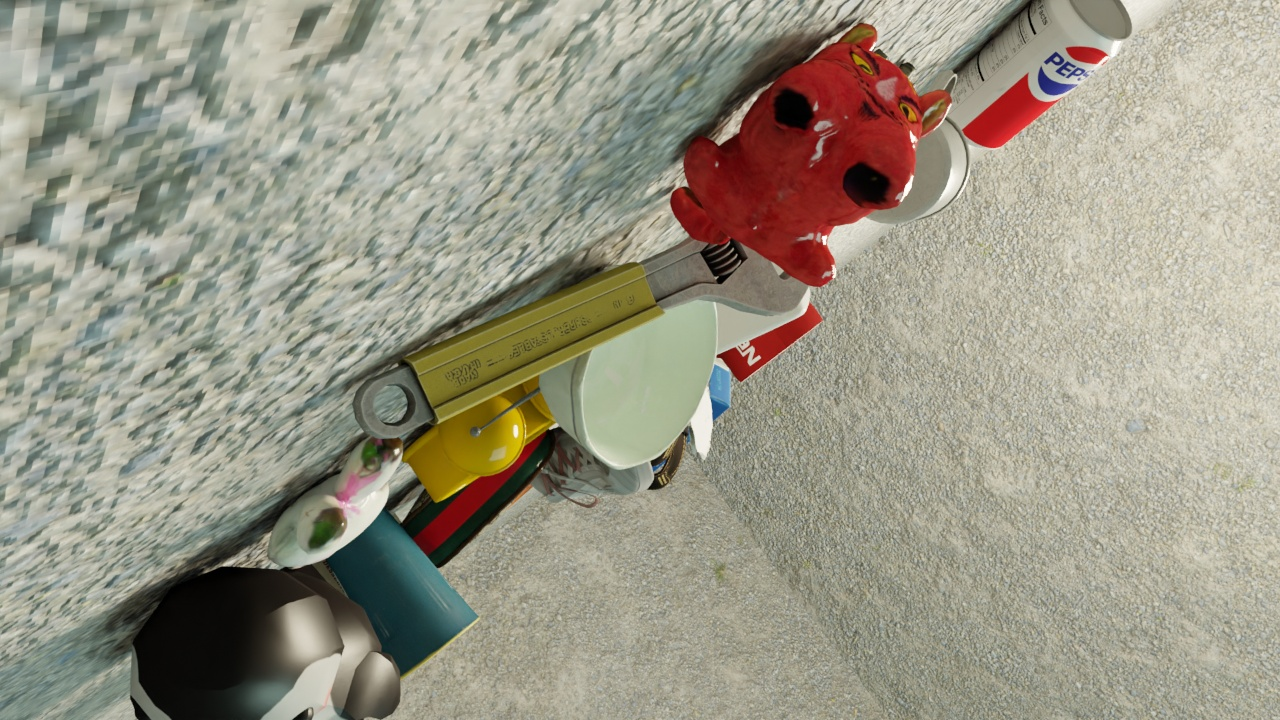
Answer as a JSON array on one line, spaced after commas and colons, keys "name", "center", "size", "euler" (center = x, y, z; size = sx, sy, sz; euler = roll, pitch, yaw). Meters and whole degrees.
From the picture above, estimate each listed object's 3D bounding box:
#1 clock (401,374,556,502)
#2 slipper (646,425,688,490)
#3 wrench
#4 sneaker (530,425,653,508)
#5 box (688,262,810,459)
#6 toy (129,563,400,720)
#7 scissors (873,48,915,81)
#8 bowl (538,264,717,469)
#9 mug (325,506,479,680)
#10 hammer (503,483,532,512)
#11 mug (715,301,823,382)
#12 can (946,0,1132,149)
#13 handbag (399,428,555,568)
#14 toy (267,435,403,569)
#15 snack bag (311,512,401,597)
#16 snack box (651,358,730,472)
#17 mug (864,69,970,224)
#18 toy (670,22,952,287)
[{"name": "clock", "center": [-0.092, 0.043, 0.594], "size": [0.113, 0.052, 0.152], "euler": [-34, 178, -35]}, {"name": "slipper", "center": [0.015, 0.065, 0.921], "size": [0.075, 0.112, 0.268], "euler": [-4, 156, -11]}, {"name": "wrench", "center": [-0.012, -0.024, 0.449], "size": [0.272, 0.083, 0.018], "euler": [-28, -165, -31]}, {"name": "sneaker", "center": [-0.063, 0.094, 0.862], "size": [0.089, 0.099, 0.237], "euler": [-20, 174, -20]}, {"name": "box", "center": [0.066, -0.004, 0.692], "size": [0.152, 0.132, 0.107], "euler": [-26, -174, 16]}, {"name": "toy", "center": [-0.223, 0.166, 0.533], "size": [0.159, 0.140, 0.184], "euler": [5, 155, -7]}, {"name": "scissors", "center": [0.116, -0.125, 0.546], "size": [0.157, 0.012, 0.171], "euler": [-44, 167, -25]}, {"name": "bowl", "center": [-0.014, -0.004, 0.521], "size": [0.117, 0.061, 0.118], "euler": [-26, 127, -41]}, {"name": "mug", "center": [-0.194, 0.179, 0.724], "size": [0.078, 0.121, 0.078], "euler": [-37, 175, -4]}, {"name": "hammer", "center": [-0.061, 0.072, 1.022], "size": [0.313, 0.035, 0.138], "euler": [-41, 176, -17]}, {"name": "mug", "center": [0.085, -0.038, 0.804], "size": [0.080, 0.096, 0.117], "euler": [-33, 174, -41]}, {"name": "can", "center": [0.300, -0.227, 0.708], "size": [0.070, 0.070, 0.132], "euler": [-34, 174, -35]}, {"name": "handbag", "center": [-0.146, 0.110, 0.807], "size": [0.166, 0.063, 0.138], "euler": [-44, -175, 6]}, {"name": "toy", "center": [-0.171, 0.085, 0.506], "size": [0.079, 0.038, 0.123], "euler": [-49, -176, -41]}, {"name": "snack bag", "center": [-0.254, 0.211, 0.760], "size": [0.070, 0.094, 0.205], "euler": [-41, 174, 39]}, {"name": "snack box", "center": [0.044, 0.053, 1.032], "size": [0.155, 0.033, 0.087], "euler": [-45, -152, 40]}, {"name": "mug", "center": [0.195, -0.154, 0.659], "size": [0.070, 0.084, 0.113], "euler": [-24, 137, -60]}, {"name": "toy", "center": [0.072, -0.089, 0.418], "size": [0.133, 0.088, 0.093], "euler": [-24, -155, 51]}]
